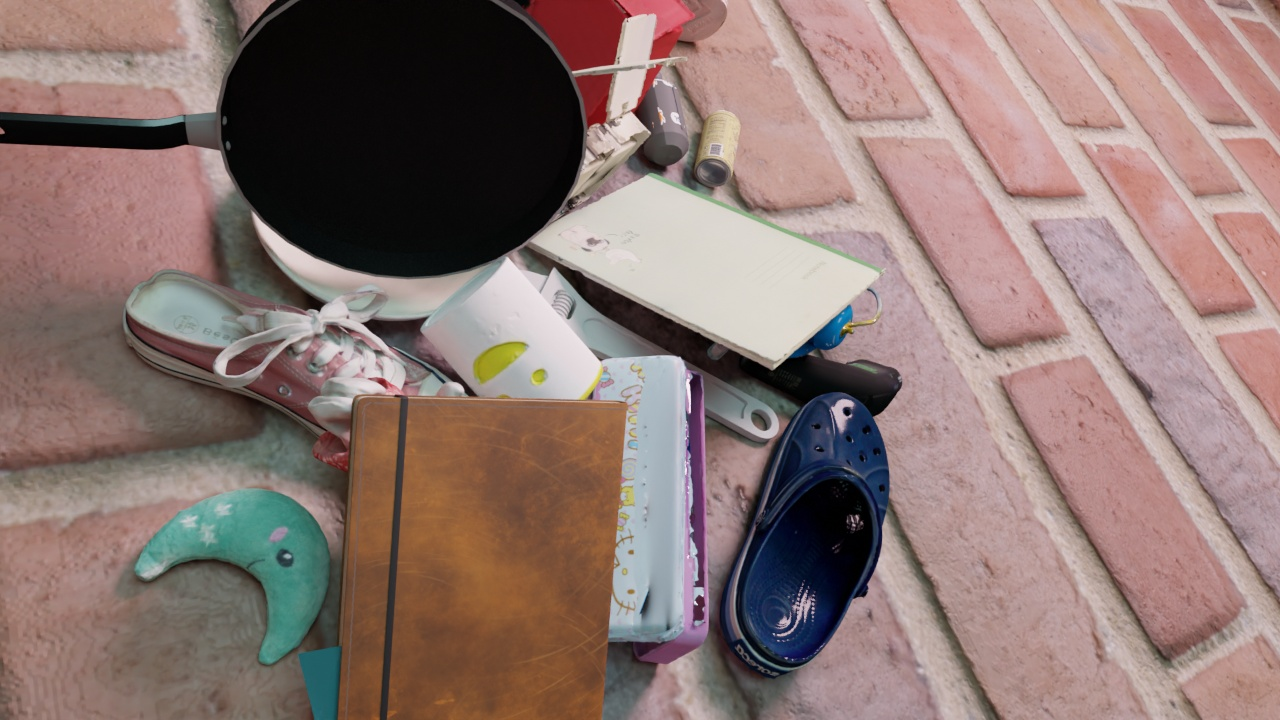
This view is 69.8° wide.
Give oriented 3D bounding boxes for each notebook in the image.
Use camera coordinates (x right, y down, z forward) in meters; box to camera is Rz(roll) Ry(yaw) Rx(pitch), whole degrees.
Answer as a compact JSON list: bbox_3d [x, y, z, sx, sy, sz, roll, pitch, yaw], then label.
[{"bbox_3d":[0.053,-0.088,0.776,0.253,0.010,0.181,28,43,27],"label":"notebook"},{"bbox_3d":[-0.097,0.145,0.523,0.178,0.014,0.249,3,94,-30],"label":"notebook"}]

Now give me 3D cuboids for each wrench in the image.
[{"bbox_3d":[-0.004,0.004,0.753,0.273,0.018,0.086,29,50,-10],"label":"wrench"}]

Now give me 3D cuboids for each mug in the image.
[{"bbox_3d":[-0.091,-0.008,0.650,0.106,0.083,0.082,50,47,-16],"label":"mug"}]

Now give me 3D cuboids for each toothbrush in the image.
[{"bbox_3d":[0.116,-0.049,0.856,0.016,0.017,0.180,45,48,5],"label":"toothbrush"}]

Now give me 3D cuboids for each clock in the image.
[{"bbox_3d":[0.128,-0.054,0.800,0.161,0.060,0.116,8,36,5],"label":"clock"}]

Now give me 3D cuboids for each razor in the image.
[{"bbox_3d":[0.160,0.012,0.822,0.151,0.054,0.067,17,38,-10],"label":"razor"}]

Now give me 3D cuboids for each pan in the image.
[{"bbox_3d":[-0.211,-0.143,0.571,0.356,0.226,0.034,-1,48,-16],"label":"pan"}]

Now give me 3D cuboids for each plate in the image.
[{"bbox_3d":[-0.201,-0.101,0.701,0.182,0.034,0.182,14,54,-20],"label":"plate"}]

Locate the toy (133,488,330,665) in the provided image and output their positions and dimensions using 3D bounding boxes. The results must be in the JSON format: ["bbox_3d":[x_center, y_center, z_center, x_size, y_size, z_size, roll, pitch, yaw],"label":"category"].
[{"bbox_3d":[-0.230,0.119,0.544,0.105,0.033,0.084,37,60,-4],"label":"toy"}]

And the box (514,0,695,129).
[{"bbox_3d":[0.010,-0.389,0.906,0.324,0.153,0.213,-38,81,-25],"label":"box"}]

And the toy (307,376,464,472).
[{"bbox_3d":[-0.120,0.074,0.559,0.158,0.084,0.194,-51,122,-20],"label":"toy"}]

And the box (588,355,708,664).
[{"bbox_3d":[0.009,0.097,0.647,0.096,0.077,0.213,36,44,-41],"label":"box"}]

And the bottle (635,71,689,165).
[{"bbox_3d":[0.019,-0.244,0.911,0.047,0.047,0.112,6,57,-26],"label":"bottle"}]

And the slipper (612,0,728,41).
[{"bbox_3d":[-0.015,-0.407,0.971,0.239,0.094,0.064,8,60,-31],"label":"slipper"}]

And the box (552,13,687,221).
[{"bbox_3d":[-0.038,-0.194,0.734,0.069,0.192,0.143,48,34,-4],"label":"box"}]

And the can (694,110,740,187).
[{"bbox_3d":[0.079,-0.216,0.930,0.038,0.038,0.079,24,51,-14],"label":"can"}]

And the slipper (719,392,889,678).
[{"bbox_3d":[0.144,0.125,0.706,0.105,0.095,0.252,33,53,-2],"label":"slipper"}]

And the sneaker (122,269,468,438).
[{"bbox_3d":[-0.211,-0.003,0.595,0.241,0.088,0.118,24,51,-13],"label":"sneaker"}]
